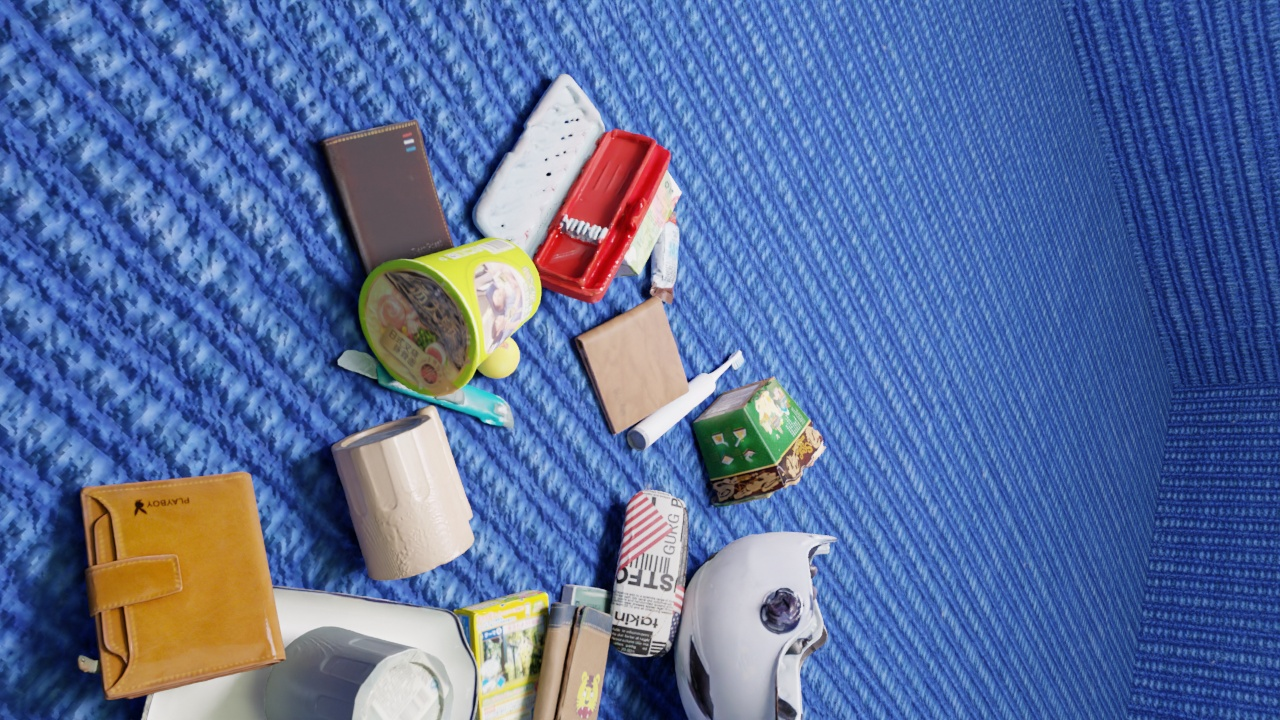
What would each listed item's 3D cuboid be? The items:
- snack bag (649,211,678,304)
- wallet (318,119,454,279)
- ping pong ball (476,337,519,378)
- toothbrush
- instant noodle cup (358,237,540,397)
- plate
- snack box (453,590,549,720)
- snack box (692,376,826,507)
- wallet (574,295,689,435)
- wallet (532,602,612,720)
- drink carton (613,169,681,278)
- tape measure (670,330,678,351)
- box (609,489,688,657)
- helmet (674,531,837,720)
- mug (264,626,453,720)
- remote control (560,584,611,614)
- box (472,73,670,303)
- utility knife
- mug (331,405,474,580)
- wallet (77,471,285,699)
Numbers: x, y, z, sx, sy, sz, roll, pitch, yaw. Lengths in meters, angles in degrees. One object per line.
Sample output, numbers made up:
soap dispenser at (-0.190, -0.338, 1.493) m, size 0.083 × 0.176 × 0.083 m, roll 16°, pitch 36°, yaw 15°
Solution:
snack bag at (0.026, -0.116, 1.006) m, size 0.045 × 0.026 × 0.105 m, roll 11°, pitch 79°, yaw -57°
wallet at (-0.203, -0.129, 0.751) m, size 0.096 × 0.020 × 0.122 m, roll -30°, pitch 111°, yaw -46°
ping pong ball at (-0.127, -0.004, 0.808) m, size 0.040 × 0.040 × 0.040 m, roll 6°, pitch 82°, yaw -49°
toothbrush at (0.058, 0.038, 1.030) m, size 0.220 × 0.027 × 0.026 m, roll -36°, pitch 108°, yaw -45°
instant noodle cup at (-0.144, -0.045, 0.747) m, size 0.123 × 0.112 × 0.112 m, roll -41°, pitch 117°, yaw -55°
plate at (-0.232, 0.252, 0.668) m, size 0.265 × 0.034 × 0.161 m, roll 24°, pitch 69°, yaw -46°
snack box at (-0.117, 0.279, 0.801) m, size 0.086 × 0.034 × 0.140 m, roll -2°, pitch 90°, yaw -49°
snack box at (0.127, 0.087, 1.053) m, size 0.118 × 0.118 × 0.105 m, roll -38°, pitch 103°, yaw -47°
wallet at (-0.006, 0.005, 0.942) m, size 0.101 × 0.020 × 0.115 m, roll -30°, pitch 112°, yaw -23°
wallet at (-0.060, 0.280, 0.823) m, size 0.090 × 0.033 × 0.115 m, roll 40°, pitch 55°, yaw -55°
drink carton at (-0.006, -0.141, 0.951) m, size 0.045 × 0.054 × 0.122 m, roll 48°, pitch 54°, yaw -36°
tape measure at (0.017, -0.008, 0.986) m, size 0.054 × 0.025 × 0.058 m, roll -3°, pitch 99°, yaw -50°
box at (0.009, 0.217, 0.935) m, size 0.075 × 0.086 × 0.162 m, roll 7°, pitch 74°, yaw -5°
helmet at (0.108, 0.293, 0.955) m, size 0.229 × 0.146 × 0.257 m, roll 82°, pitch 26°, yaw -43°
mug at (-0.182, 0.245, 0.619) m, size 0.083 × 0.104 × 0.124 m, roll -33°, pitch 110°, yaw -46°
remote control at (-0.060, 0.284, 0.875) m, size 0.056 × 0.019 × 0.135 m, roll 25°, pitch 68°, yaw -45°
box at (-0.064, -0.163, 0.884) m, size 0.157 × 0.069 × 0.200 m, roll 33°, pitch 61°, yaw -15°
utility knife at (-0.173, 0.025, 0.772) m, size 0.185 × 0.013 × 0.029 m, roll 24°, pitch 61°, yaw -45°
mug at (-0.177, 0.098, 0.721) m, size 0.124 × 0.084 × 0.103 m, roll -43°, pitch 119°, yaw -70°
wallet at (-0.296, 0.139, 0.579) m, size 0.118 × 0.035 × 0.130 m, roll 0°, pitch 64°, yaw -46°
